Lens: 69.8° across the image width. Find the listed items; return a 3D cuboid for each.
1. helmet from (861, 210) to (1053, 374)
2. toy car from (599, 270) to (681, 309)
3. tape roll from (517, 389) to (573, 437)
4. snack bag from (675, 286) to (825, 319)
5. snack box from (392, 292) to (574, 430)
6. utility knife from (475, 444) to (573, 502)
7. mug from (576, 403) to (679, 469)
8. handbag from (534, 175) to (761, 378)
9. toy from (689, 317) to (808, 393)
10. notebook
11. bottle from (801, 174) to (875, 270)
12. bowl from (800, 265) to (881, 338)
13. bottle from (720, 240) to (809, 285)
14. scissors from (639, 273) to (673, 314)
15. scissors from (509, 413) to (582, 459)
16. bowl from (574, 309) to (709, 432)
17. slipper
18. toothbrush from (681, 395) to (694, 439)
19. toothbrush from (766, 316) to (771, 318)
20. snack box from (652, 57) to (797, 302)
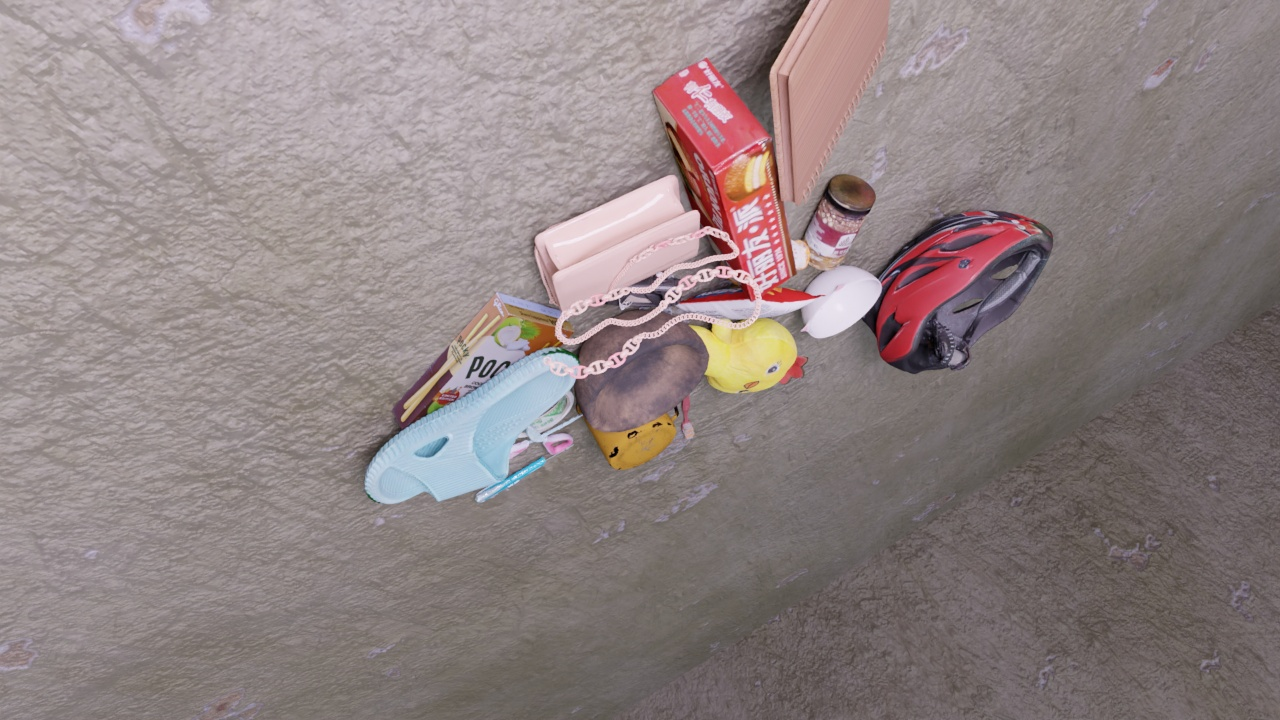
[{"bbox_3d":[0.432,-0.099,1.257,0.273,0.167,0.217,-45,149,23],"label":"helmet"},{"bbox_3d":[-0.003,-0.073,0.979,0.092,0.037,0.040,2,152,6],"label":"toy car"},{"bbox_3d":[-0.126,0.058,1.114,0.093,0.018,0.094,-24,150,-15],"label":"tape roll"},{"bbox_3d":[0.122,-0.068,1.070,0.131,0.039,0.143,0,-176,44],"label":"snack bag"},{"bbox_3d":[-0.168,0.011,0.982,0.186,0.031,0.101,-44,149,22],"label":"snack box"},{"bbox_3d":[-0.155,0.149,1.234,0.148,0.015,0.022,-30,168,-6],"label":"utility knife"},{"bbox_3d":[-0.006,0.073,1.175,0.123,0.094,0.101,-20,150,-21],"label":"mug"},{"bbox_3d":[-0.007,-0.055,0.871,0.198,0.187,0.117,-25,157,-6],"label":"handbag"},{"bbox_3d":[0.116,-0.010,1.177,0.207,0.092,0.134,1,150,-31],"label":"toy"},{"bbox_3d":[0.166,-0.255,0.777,0.210,0.022,0.169,-61,157,-20],"label":"notebook"},{"bbox_3d":[0.229,-0.160,1.076,0.056,0.056,0.105,-17,149,-26],"label":"bottle"},{"bbox_3d":[0.260,-0.087,1.230,0.114,0.050,0.115,-24,151,-14],"label":"bowl"},{"bbox_3d":[0.145,-0.119,1.052,0.108,0.063,0.063,-8,144,-37],"label":"bottle"},{"bbox_3d":[-0.020,-0.039,1.069,0.159,0.014,0.121,-27,153,-15],"label":"scissors"},{"bbox_3d":[-0.142,0.108,1.153,0.175,0.013,0.170,-22,165,-2],"label":"scissors"},{"bbox_3d":[-0.006,0.006,1.061,0.162,0.070,0.162,-24,149,-15],"label":"bowl"},{"bbox_3d":[-0.175,0.084,0.986,0.276,0.069,0.116,-34,149,3],"label":"slipper"},{"bbox_3d":[0.066,0.065,1.320,0.015,0.015,0.185,-20,149,-8],"label":"toothbrush"},{"bbox_3d":[0.162,-0.039,1.250,0.013,0.012,0.168,-7,144,-25],"label":"toothbrush"},{"bbox_3d":[0.086,-0.161,0.872,0.060,0.113,0.236,-31,152,0],"label":"snack box"}]
